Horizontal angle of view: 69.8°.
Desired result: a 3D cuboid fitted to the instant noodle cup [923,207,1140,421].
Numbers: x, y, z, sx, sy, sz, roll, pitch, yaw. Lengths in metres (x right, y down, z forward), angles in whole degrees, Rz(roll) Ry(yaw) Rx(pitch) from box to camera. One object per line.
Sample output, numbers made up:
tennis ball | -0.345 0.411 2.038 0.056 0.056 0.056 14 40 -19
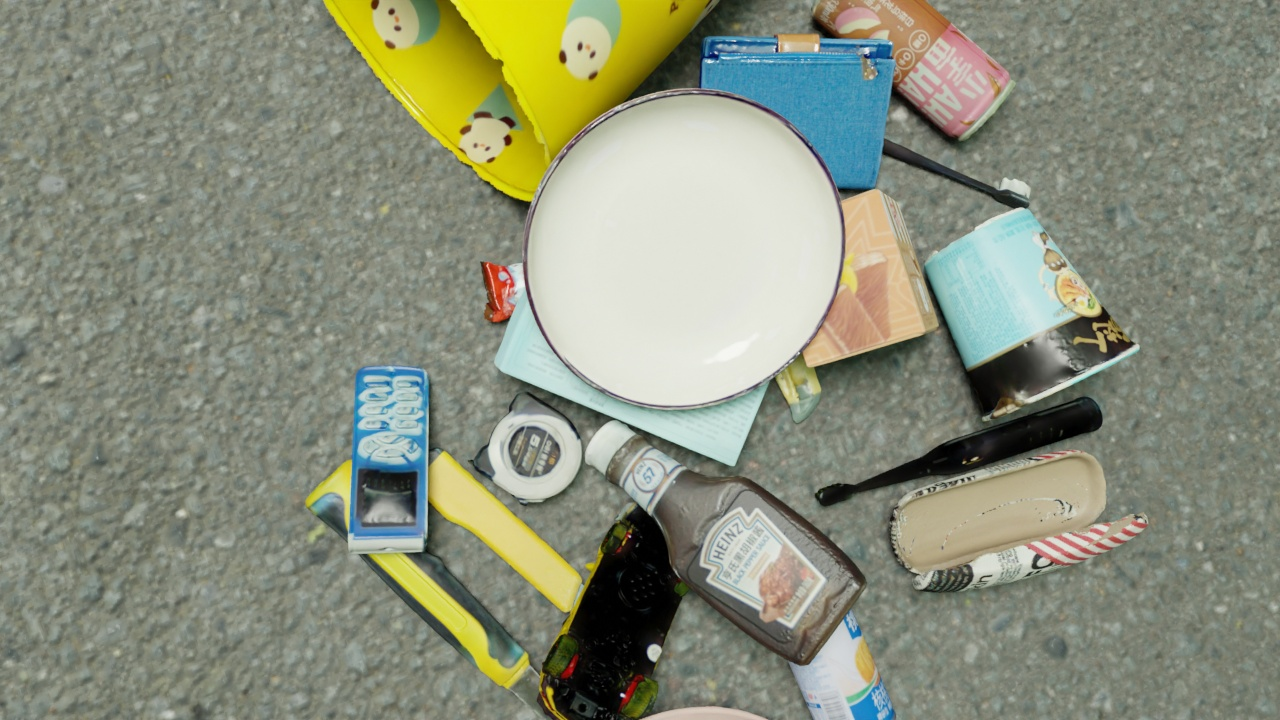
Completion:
instant noodle cup | 0.257 -0.035 0.629 0.111 0.111 0.120 -25 80 -7

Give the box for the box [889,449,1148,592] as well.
box | 0.254 0.108 0.635 0.162 0.076 0.088 -16 65 -6

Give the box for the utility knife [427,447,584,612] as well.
utility knife | -0.080 0.133 0.626 0.209 0.015 0.033 42 82 0

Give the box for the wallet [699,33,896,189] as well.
wallet | 0.105 -0.172 0.642 0.133 0.040 0.106 -1 116 -4

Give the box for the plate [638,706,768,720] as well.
plate | 0.034 0.339 0.592 0.229 0.028 0.229 -1 94 -11

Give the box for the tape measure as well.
tape measure | -0.073 0.063 0.624 0.066 0.033 0.065 36 85 1

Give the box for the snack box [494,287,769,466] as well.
snack box | -0.004 0.004 0.613 0.175 0.051 0.074 23 89 -11

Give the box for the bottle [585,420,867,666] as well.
bottle | 0.047 0.107 0.592 0.195 0.044 0.080 36 94 20

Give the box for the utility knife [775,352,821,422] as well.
utility knife | 0.093 -0.038 0.659 0.031 0.018 0.167 -20 83 -12

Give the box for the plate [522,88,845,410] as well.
plate | 0.025 -0.064 0.549 0.192 0.039 0.193 -3 112 -8

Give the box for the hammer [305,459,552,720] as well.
hammer | -0.099 0.197 0.611 0.323 0.032 0.126 44 82 0

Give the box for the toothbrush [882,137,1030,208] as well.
toothbrush | 0.204 -0.151 0.675 0.181 0.016 0.018 20 78 -4

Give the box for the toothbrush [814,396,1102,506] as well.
toothbrush | 0.225 0.068 0.653 0.212 0.027 0.026 -16 102 -5

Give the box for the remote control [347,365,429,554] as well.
remote control | -0.164 0.063 0.602 0.049 0.024 0.124 1 64 -13

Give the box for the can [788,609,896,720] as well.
can | 0.121 0.186 0.620 0.053 0.053 0.134 -23 87 -7

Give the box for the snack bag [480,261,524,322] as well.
snack bag | -0.060 -0.056 0.639 0.105 0.026 0.045 -12 83 -8

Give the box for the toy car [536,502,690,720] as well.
toy car | -0.011 0.167 0.602 0.071 0.041 0.155 30 56 -6

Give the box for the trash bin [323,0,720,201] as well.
trash bin | -0.048 -0.269 0.567 0.229 0.230 0.255 45 78 0

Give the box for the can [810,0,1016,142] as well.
can | 0.194 -0.225 0.659 0.147 0.058 0.058 40 83 -1

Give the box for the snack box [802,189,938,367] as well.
snack box | 0.143 -0.053 0.611 0.077 0.092 0.094 -18 87 23
